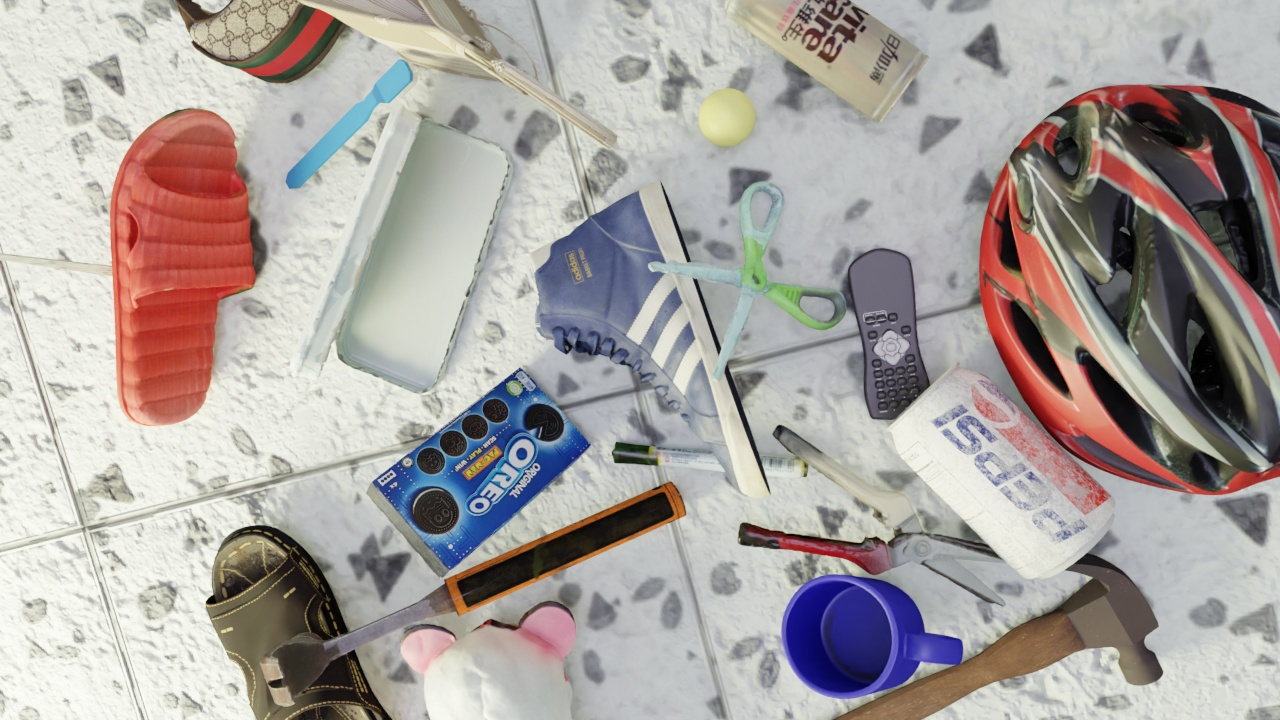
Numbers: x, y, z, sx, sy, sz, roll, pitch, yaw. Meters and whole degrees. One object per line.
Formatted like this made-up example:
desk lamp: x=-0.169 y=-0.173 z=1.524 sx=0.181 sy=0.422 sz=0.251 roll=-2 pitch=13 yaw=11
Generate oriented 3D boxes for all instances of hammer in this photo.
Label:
hammer: x=-0.113 y=0.159 z=0.650 sx=0.314 sy=0.138 sz=0.035 roll=-22 pitch=86 yaw=-10
hammer: x=0.214 y=0.243 z=0.674 sx=0.323 sy=0.033 sz=0.115 roll=-31 pitch=92 yaw=12

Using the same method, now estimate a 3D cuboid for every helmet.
helmet: x=0.333 y=-0.053 z=0.570 sx=0.217 sy=0.167 sz=0.272 roll=-19 pitch=80 yaw=5

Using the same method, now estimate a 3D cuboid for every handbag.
handbag: x=-0.101 y=-0.196 z=0.606 sx=0.198 sy=0.175 sz=0.062 roll=34 pitch=100 yaw=2
handbag: x=-0.276 y=-0.297 z=0.682 sx=0.138 sy=0.063 sz=0.167 roll=41 pitch=101 yaw=13

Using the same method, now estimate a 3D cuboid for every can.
can: x=0.125 y=-0.222 z=0.625 sx=0.135 sy=0.054 sz=0.054 roll=37 pitch=100 yaw=4
can: x=0.237 y=0.072 z=0.610 sx=0.078 sy=0.078 sz=0.136 roll=-46 pitch=78 yaw=11

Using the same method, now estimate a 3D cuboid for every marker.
marker: x=0.051 y=0.075 z=0.688 sx=0.146 sy=0.017 sz=0.017 roll=4 pitch=97 yaw=9

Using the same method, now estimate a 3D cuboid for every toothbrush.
toothbrush: x=-0.392 y=-0.069 z=0.660 sx=0.010 sy=0.181 sz=0.010 roll=-41 pitch=86 yaw=6
toothbrush: x=-0.216 y=-0.170 z=0.677 sx=0.167 sy=0.014 sz=0.016 roll=-27 pitch=91 yaw=37

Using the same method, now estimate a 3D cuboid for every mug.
mug: x=0.163 y=0.191 z=0.629 sx=0.111 sy=0.083 sz=0.079 roll=1 pitch=77 yaw=30

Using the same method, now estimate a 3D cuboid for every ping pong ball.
ping pong ball: x=0.061 y=-0.172 z=0.648 sx=0.040 sy=0.040 sz=0.040 roll=1 pitch=96 yaw=9

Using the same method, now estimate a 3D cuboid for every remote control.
remote control: x=0.179 y=-0.019 z=0.661 sx=0.046 sy=0.009 sz=0.124 roll=-9 pitch=95 yaw=10

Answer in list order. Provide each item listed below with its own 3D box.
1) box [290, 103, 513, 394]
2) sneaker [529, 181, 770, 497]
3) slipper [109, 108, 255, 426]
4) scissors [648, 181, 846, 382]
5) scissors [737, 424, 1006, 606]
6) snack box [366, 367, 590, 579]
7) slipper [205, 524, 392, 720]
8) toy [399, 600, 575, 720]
box: x=-0.165 y=-0.074 z=0.689 sx=0.124 sy=0.106 sz=0.215 roll=22 pitch=99 yaw=-23
sneaker: x=-0.004 y=0.002 z=0.646 sx=0.118 sy=0.091 sz=0.233 roll=-20 pitch=86 yaw=8
slipper: x=-0.340 y=-0.063 z=0.694 sx=0.059 sy=0.103 sz=0.249 roll=16 pitch=101 yaw=21
scissors: x=0.074 y=-0.059 z=0.625 sx=0.023 sy=0.171 sz=0.167 roll=-19 pitch=68 yaw=52
scissors: x=0.159 y=0.117 z=0.653 sx=0.187 sy=0.015 sz=0.179 roll=-26 pitch=86 yaw=11
snack box: x=-0.112 y=0.078 z=0.659 sx=0.082 sy=0.149 sz=0.027 roll=46 pitch=143 yaw=3
slipper: x=-0.268 y=0.258 z=0.730 sx=0.113 sy=0.075 sz=0.268 roll=-28 pitch=91 yaw=10
toy: x=-0.097 y=0.294 z=0.701 sx=0.142 sy=0.084 sz=0.213 roll=-10 pitch=95 yaw=18
